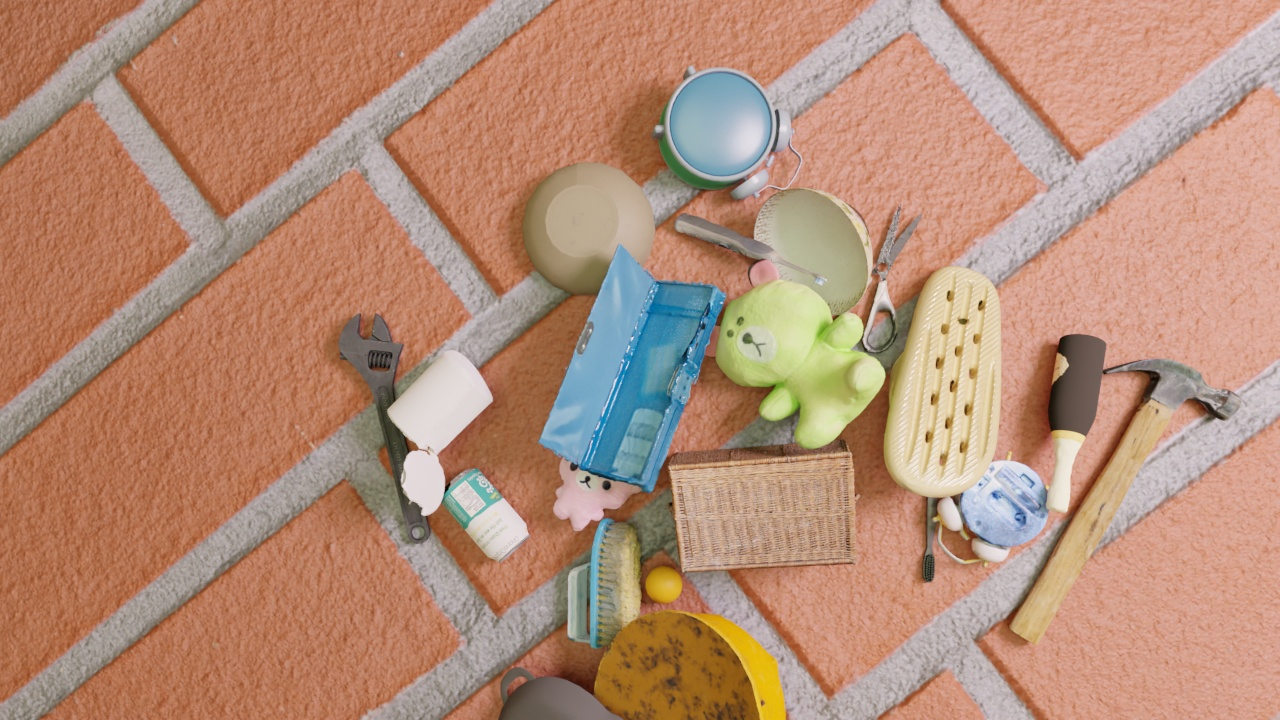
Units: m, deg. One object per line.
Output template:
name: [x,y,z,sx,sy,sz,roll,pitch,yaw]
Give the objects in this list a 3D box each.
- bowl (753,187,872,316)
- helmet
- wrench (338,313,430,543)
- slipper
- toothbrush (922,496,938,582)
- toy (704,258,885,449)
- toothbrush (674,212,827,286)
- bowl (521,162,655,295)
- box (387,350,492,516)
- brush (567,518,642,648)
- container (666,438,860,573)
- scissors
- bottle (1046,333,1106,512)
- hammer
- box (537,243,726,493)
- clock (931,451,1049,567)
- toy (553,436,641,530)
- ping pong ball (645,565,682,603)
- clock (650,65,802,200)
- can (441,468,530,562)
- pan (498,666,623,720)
bowl: [0.195,-0.125,0.974,0.063,0.146,0.145,-36,83,-35]
helmet: [0.066,0.362,0.942,0.205,0.131,0.256,33,113,34]
wrench: [-0.286,0.077,1.053,0.073,0.018,0.273,-15,87,-4]
slipper: [0.318,0.026,0.965,0.111,0.079,0.261,15,70,4]
toothbrush: [0.314,0.155,0.989,0.013,0.013,0.167,3,85,6]
toy: [0.163,-0.006,0.959,0.150,0.107,0.196,-56,50,28]
toothbrush: [0.119,-0.120,0.989,0.186,0.022,0.024,26,85,25]
bowl: [-0.061,-0.150,1.024,0.152,0.050,0.152,0,87,6]
box: [-0.218,0.076,0.994,0.147,0.084,0.136,-44,56,-3]
brush: [-0.042,0.241,1.003,0.075,0.055,0.136,-1,87,28]
container: [0.128,0.150,0.958,0.198,0.113,0.112,-4,91,7]
scissors: [0.264,-0.083,1.005,0.165,0.012,0.150,-29,85,3]
bottle: [0.441,0.065,0.943,0.045,0.045,0.184,14,76,7]
hammer: [0.482,0.147,0.962,0.132,0.033,0.330,30,91,5]
box: [-0.007,0.005,0.945,0.094,0.112,0.231,12,73,37]
clock: [0.366,0.159,0.962,0.089,0.052,0.125,44,92,6]
toy: [-0.056,0.139,1.006,0.099,0.053,0.095,32,76,11]
ping pong ball: [0.026,0.244,1.000,0.040,0.040,0.040,0,87,6]
clock: [0.099,-0.242,1.004,0.161,0.075,0.122,29,90,-6]
can: [-0.172,0.171,1.018,0.055,0.055,0.101,-43,84,2]
pan: [-0.057,0.482,0.944,0.217,0.024,0.354,-46,67,27]
